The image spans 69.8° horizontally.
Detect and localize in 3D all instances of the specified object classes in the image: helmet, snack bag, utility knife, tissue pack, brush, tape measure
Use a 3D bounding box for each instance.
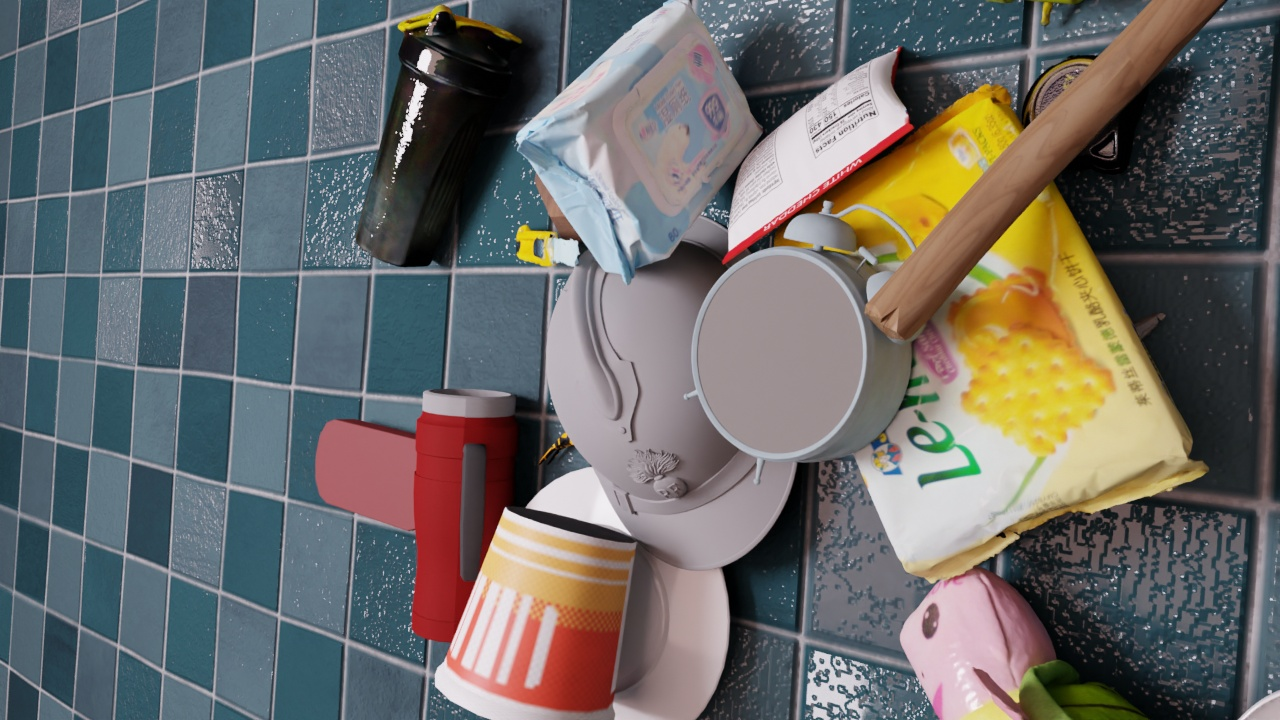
[{"bbox_3d":[-0.003,0.004,0.621,0.184,0.117,0.270,-26,63,29],"label":"helmet"},{"bbox_3d":[0.107,-0.132,0.566,0.131,0.143,0.039,-35,111,31],"label":"snack bag"},{"bbox_3d":[-0.071,-0.086,0.687,0.225,0.019,0.030,-157,62,-69],"label":"utility knife"},{"bbox_3d":[0.004,-0.143,0.593,0.070,0.181,0.112,-6,127,42],"label":"tissue pack"},{"bbox_3d":[-0.238,0.104,0.862,0.174,0.041,0.082,8,93,37],"label":"brush"},{"bbox_3d":[0.181,-0.017,0.512,0.160,0.068,0.247,-32,67,36],"label":"snack bag"},{"bbox_3d":[0.245,-0.137,0.508,0.061,0.034,0.062,21,99,34],"label":"tape measure"}]

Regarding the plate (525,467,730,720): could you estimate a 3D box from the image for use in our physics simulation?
[{"bbox_3d":[-0.030,0.184,0.681,0.209,0.015,0.208,-3,84,32],"label":"plate"}]

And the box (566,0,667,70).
[{"bbox_3d":[-0.049,-0.420,0.869,0.171,0.478,0.214,-18,76,11],"label":"box"}]

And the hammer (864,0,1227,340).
[{"bbox_3d":[0.228,-0.136,0.442,0.328,0.052,0.098,-46,60,1],"label":"hammer"}]

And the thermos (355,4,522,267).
[{"bbox_3d":[-0.186,-0.194,0.807,0.098,0.098,0.221,40,116,32],"label":"thermos"}]

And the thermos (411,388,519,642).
[{"bbox_3d":[-0.145,0.126,0.755,0.108,0.084,0.198,-167,80,-74],"label":"thermos"}]

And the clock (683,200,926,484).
[{"bbox_3d":[0.093,-0.013,0.513,0.122,0.045,0.160,51,123,31],"label":"clock"}]

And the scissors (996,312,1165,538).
[{"bbox_3d":[0.201,0.018,0.549,0.202,0.015,0.204,-49,59,26],"label":"scissors"}]

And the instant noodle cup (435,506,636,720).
[{"bbox_3d":[-0.063,0.171,0.628,0.124,0.123,0.121,11,84,37],"label":"instant noodle cup"}]

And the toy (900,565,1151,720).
[{"bbox_3d":[0.215,0.202,0.451,0.088,0.190,0.238,-37,34,1],"label":"toy"}]

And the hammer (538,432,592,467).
[{"bbox_3d":[-0.051,0.210,0.722,0.123,0.036,0.320,11,93,37],"label":"hammer"}]

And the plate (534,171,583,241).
[{"bbox_3d":[-0.040,-0.157,0.723,0.132,0.025,0.131,-9,77,40],"label":"plate"}]

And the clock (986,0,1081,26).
[{"bbox_3d":[0.226,-0.250,0.498,0.057,0.083,0.119,21,104,31],"label":"clock"}]

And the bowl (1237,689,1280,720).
[{"bbox_3d":[0.331,0.199,0.417,0.115,0.050,0.114,-2,87,37],"label":"bowl"}]
